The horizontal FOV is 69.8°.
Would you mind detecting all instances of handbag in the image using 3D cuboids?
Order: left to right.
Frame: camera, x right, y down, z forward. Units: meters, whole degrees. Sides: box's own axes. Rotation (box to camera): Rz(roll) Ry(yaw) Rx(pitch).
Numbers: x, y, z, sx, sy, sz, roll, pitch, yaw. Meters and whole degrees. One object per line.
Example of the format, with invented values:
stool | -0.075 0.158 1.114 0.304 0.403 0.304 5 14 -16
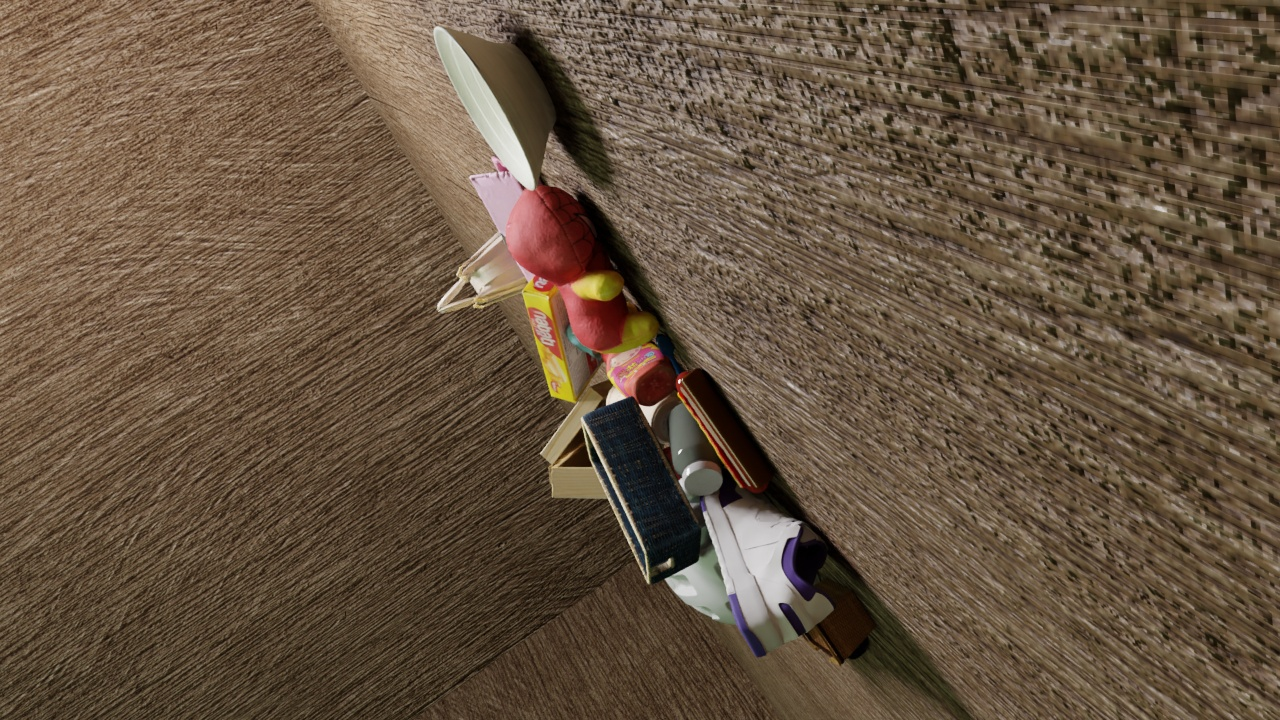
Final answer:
handbag | -0.220 -0.129 1.374 0.101 0.197 0.195 57 171 -6

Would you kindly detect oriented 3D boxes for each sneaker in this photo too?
sneaker | 0.140 0.195 0.999 0.243 0.111 0.092 -104 -13 -49

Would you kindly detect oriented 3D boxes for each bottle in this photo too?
bottle | -0.007 0.007 1.146 0.048 0.071 0.134 58 172 -31
bottle | 0.064 0.099 1.040 0.108 0.060 0.060 -98 -16 -51

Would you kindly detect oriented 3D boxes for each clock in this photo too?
clock | -0.059 -0.050 1.192 0.042 0.087 0.123 21 158 22

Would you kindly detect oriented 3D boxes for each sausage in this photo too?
sausage | 0.089 0.077 0.996 0.155 0.040 0.040 55 171 4

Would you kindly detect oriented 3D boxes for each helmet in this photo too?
helmet | 0.127 0.243 1.210 0.224 0.183 0.283 53 151 -6

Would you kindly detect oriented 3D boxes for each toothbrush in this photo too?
toothbrush | 0.065 0.046 1.090 0.190 0.016 0.017 60 178 -23

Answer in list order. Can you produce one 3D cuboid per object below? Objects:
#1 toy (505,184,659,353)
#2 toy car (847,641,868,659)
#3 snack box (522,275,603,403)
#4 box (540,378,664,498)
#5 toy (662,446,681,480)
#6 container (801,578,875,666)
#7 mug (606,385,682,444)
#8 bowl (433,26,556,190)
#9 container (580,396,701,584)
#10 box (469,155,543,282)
toy | -0.073 -0.103 1.048 0.216 0.098 0.148 54 165 -19
toy car | 0.248 0.342 1.113 0.042 0.036 0.092 51 170 27
snack box | -0.099 -0.043 1.222 0.042 0.091 0.201 15 141 22
box | -0.057 0.121 1.378 0.248 0.142 0.179 -21 -90 -80
toy | 0.074 0.185 1.408 0.133 0.062 0.092 41 -156 -40
container | 0.212 0.290 1.035 0.063 0.061 0.114 56 171 -1
mug | 0.016 0.051 1.201 0.104 0.085 0.111 27 121 57
bowl | -0.130 -0.258 0.900 0.176 0.057 0.177 54 170 13
container | 0.002 0.155 1.091 0.145 0.071 0.187 86 159 -62
box | -0.141 -0.161 1.228 0.099 0.080 0.233 44 165 55
